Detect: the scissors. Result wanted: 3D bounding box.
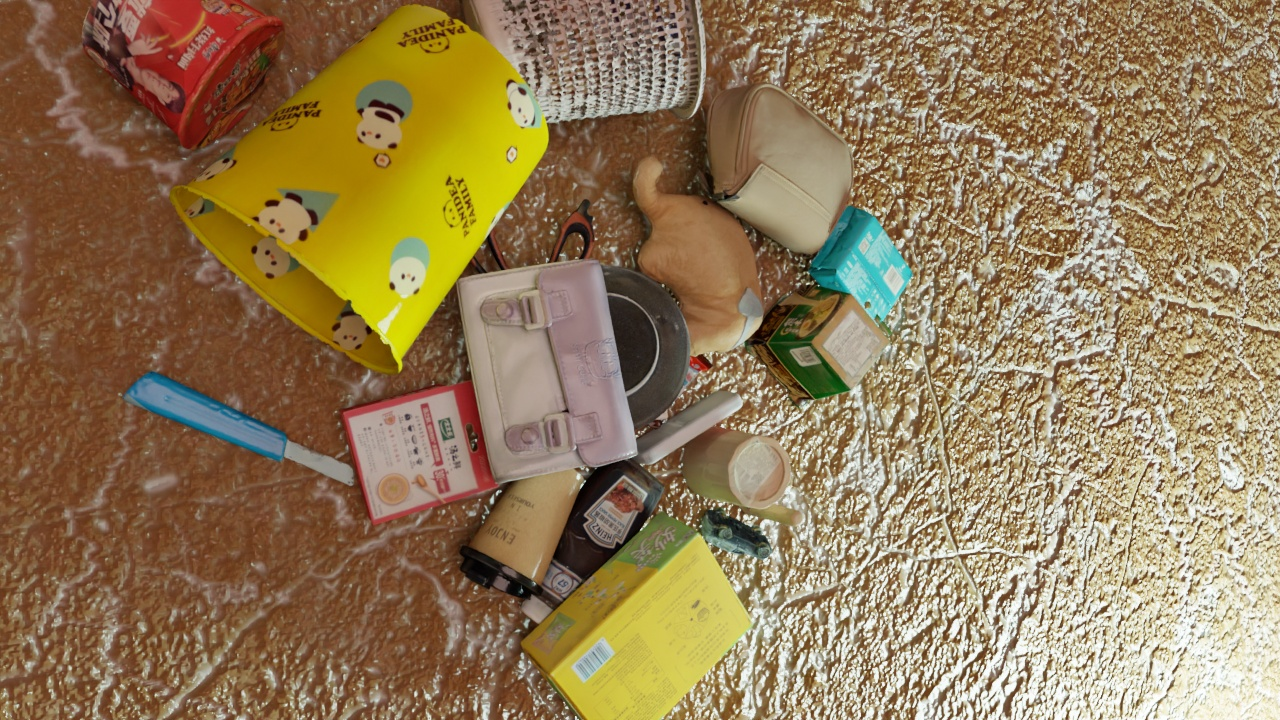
[{"bbox_3d":[-0.113,-0.072,0.934,0.189,0.015,0.227,26,86,-2],"label":"scissors"}]

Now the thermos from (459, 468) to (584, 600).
[{"bbox_3d":[-0.117,0.169,0.928,0.093,0.093,0.143,35,70,-20],"label":"thermos"}]

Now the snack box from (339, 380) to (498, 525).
[{"bbox_3d":[-0.217,0.087,0.903,0.127,0.044,0.113,-15,96,-22],"label":"snack box"}]

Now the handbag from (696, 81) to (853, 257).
[{"bbox_3d":[0.148,-0.212,1.023,0.204,0.100,0.147,24,75,-40],"label":"handbag"}]

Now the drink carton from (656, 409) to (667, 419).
[{"bbox_3d":[-0.006,0.006,0.985,0.053,0.045,0.122,-7,85,-9],"label":"drink carton"}]

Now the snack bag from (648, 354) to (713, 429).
[{"bbox_3d":[0.033,0.027,1.021,0.045,0.026,0.105,43,77,-5],"label":"snack bag"}]

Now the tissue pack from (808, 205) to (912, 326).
[{"bbox_3d":[0.261,-0.108,1.092,0.133,0.050,0.093,45,74,-35],"label":"tissue pack"}]

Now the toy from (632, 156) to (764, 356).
[{"bbox_3d":[0.060,-0.118,1.003,0.143,0.083,0.226,-29,99,-38],"label":"toy"}]

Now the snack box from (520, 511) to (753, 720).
[{"bbox_3d":[0.001,0.288,0.968,0.209,0.070,0.158,-41,121,-18],"label":"snack box"}]

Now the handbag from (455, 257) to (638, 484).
[{"bbox_3d":[-0.089,0.010,0.881,0.145,0.098,0.197,-11,87,-12],"label":"handbag"}]

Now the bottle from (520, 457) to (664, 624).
[{"bbox_3d":[-0.056,0.192,0.976,0.080,0.044,0.194,42,76,-21],"label":"bottle"}]

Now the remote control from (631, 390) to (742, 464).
[{"bbox_3d":[0.049,0.074,1.013,0.135,0.056,0.020,-31,105,-21],"label":"remote control"}]

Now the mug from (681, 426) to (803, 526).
[{"bbox_3d":[0.117,0.133,1.017,0.084,0.104,0.124,-44,106,-17],"label":"mug"}]

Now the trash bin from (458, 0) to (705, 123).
[{"bbox_3d":[-0.065,-0.324,0.888,0.192,0.227,0.227,-18,98,-10],"label":"trash bin"}]

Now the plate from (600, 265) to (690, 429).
[{"bbox_3d":[-0.037,-0.012,0.950,0.179,0.024,0.179,0,83,3],"label":"plate"}]

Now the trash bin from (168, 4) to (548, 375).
[{"bbox_3d":[-0.227,-0.156,0.807,0.229,0.230,0.254,42,70,-18],"label":"trash bin"}]

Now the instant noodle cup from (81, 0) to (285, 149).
[{"bbox_3d":[-0.390,-0.266,0.780,0.108,0.138,0.137,37,76,-11],"label":"instant noodle cup"}]

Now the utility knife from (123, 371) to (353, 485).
[{"bbox_3d":[-0.364,0.068,0.852,0.214,0.018,0.034,29,78,-20],"label":"utility knife"}]

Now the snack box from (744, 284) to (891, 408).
[{"bbox_3d":[0.210,-0.019,1.055,0.118,0.106,0.117,46,74,-16],"label":"snack box"}]

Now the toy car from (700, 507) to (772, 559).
[{"bbox_3d":[0.110,0.202,1.050,0.090,0.043,0.034,26,107,-19],"label":"toy car"}]
